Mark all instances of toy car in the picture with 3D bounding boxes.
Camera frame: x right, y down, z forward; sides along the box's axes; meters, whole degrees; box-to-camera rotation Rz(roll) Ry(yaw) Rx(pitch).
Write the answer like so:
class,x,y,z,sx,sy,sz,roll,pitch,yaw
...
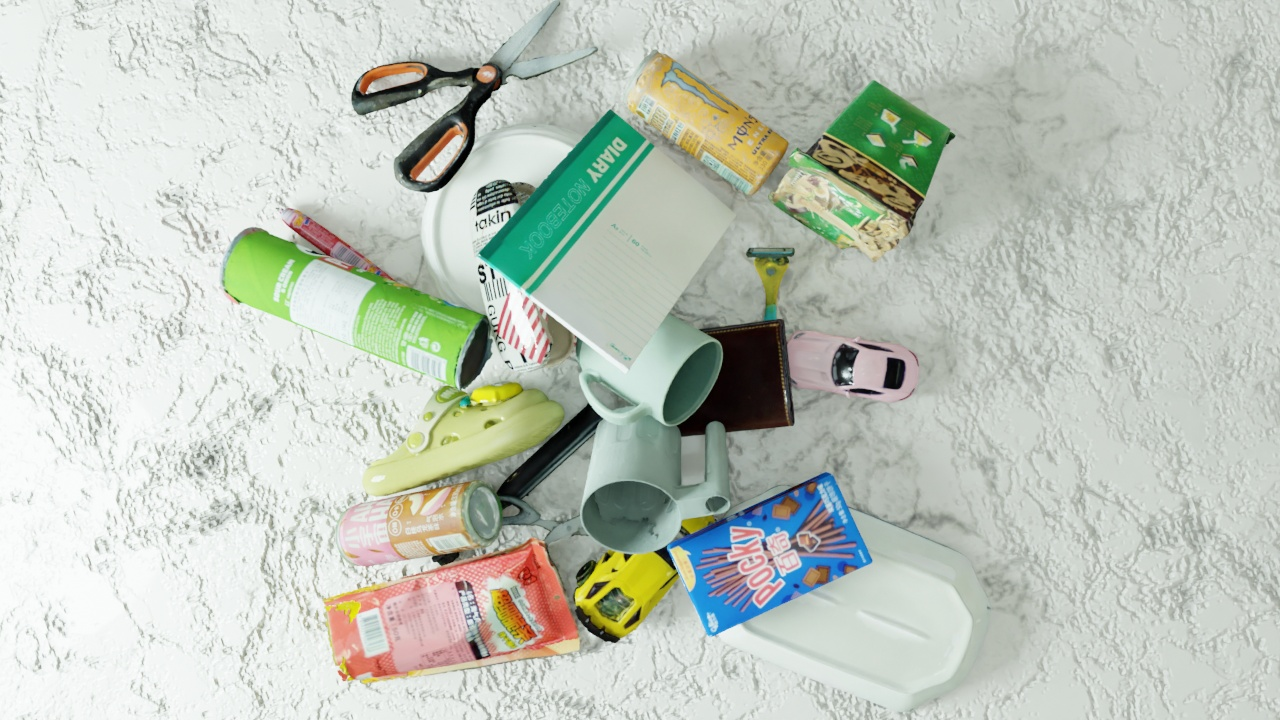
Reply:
class,x,y,z,sx,sy,sz,roll,pitch,yaw
toy car,0.188,0.006,0.821,0.122,0.037,0.056,9,90,3
toy car,0.004,0.181,0.824,0.071,0.041,0.156,43,91,-10

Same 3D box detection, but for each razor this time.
class,x,y,z,sx,sy,sz,roll,pitch,yaw
razor,0.116,-0.036,0.826,0.043,0.028,0.132,2,92,13

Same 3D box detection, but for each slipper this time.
class,x,y,z,sx,sy,sz,roll,pitch,yaw
slipper,-0.164,0.061,0.811,0.190,0.091,0.081,-22,88,6

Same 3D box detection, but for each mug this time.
class,x,y,z,sx,sy,sz,roll,pitch,yaw
mug,0.015,0.096,0.781,0.124,0.103,0.084,-10,123,10
mug,-0.005,0.005,0.786,0.106,0.082,0.111,31,62,26

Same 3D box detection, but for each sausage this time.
class,x,y,z,sx,sy,sz,roll,pitch,yaw
sausage,-0.272,-0.096,0.845,0.156,0.020,0.020,37,92,1

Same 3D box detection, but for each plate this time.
class,x,y,z,sx,sy,sz,roll,pitch,yaw
plate,-0.100,-0.113,0.825,0.205,0.045,0.205,0,92,2
plate,0.186,0.218,0.827,0.266,0.034,0.162,22,92,2

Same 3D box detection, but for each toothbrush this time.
class,x,y,z,sx,sy,sz,roll,pitch,yaw
toothbrush,-0.112,0.116,0.841,0.213,0.026,0.027,-43,122,5

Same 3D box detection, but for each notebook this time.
class,x,y,z,sx,sy,sz,roll,pitch,yaw
notebook,-0.020,-0.106,0.769,0.150,0.012,0.208,38,56,-6

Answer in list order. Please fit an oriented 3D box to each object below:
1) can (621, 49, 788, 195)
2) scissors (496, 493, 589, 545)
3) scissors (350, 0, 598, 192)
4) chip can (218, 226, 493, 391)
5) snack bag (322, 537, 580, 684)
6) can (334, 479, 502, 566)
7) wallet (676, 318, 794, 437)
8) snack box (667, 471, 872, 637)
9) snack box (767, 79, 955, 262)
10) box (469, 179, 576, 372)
class,x,y,z,sx,sy,sz,roll,pitch,yaw
can,0.057,-0.209,0.810,0.146,0.058,0.058,36,92,1
scissors,-0.074,0.155,0.838,0.159,0.014,0.172,34,99,-16
scissors,-0.159,-0.245,0.817,0.224,0.022,0.220,16,73,15
chip can,-0.247,-0.045,0.803,0.236,0.072,0.072,21,92,9
snack bag,-0.168,0.231,0.822,0.208,0.073,0.129,-13,116,0
can,-0.194,0.144,0.804,0.147,0.057,0.058,-14,91,25
wallet,0.072,0.017,0.820,0.122,0.020,0.096,-7,86,18
snack box,0.111,0.167,0.794,0.157,0.026,0.084,-25,90,0
snack box,0.192,-0.167,0.787,0.117,0.118,0.105,33,80,0
box,-0.099,-0.072,0.785,0.074,0.079,0.163,-16,89,37
